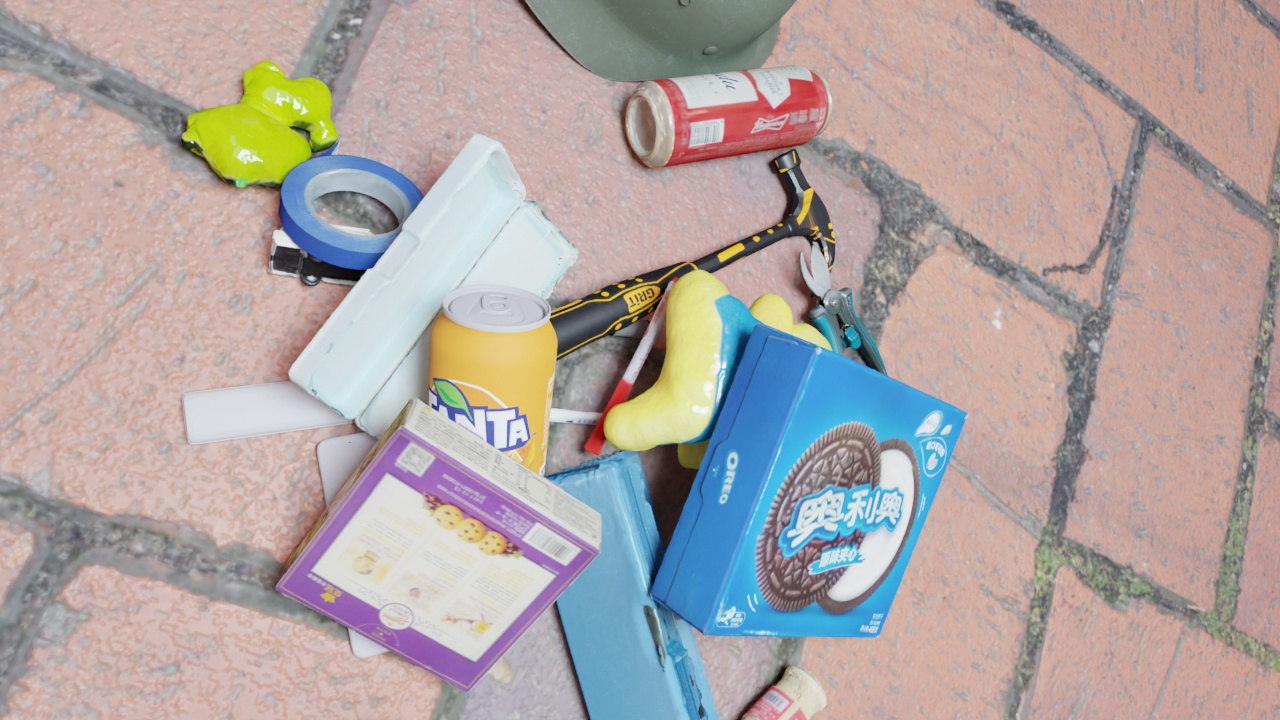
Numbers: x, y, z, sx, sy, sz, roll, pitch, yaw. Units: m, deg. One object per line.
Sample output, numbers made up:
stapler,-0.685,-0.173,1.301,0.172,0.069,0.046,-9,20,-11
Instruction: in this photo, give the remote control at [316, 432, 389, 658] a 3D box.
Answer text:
remote control,-0.182,0.122,0.615,0.045,0.008,0.146,-10,87,-25

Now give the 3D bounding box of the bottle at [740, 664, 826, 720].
bottle,0.096,0.283,0.701,0.108,0.044,0.044,-37,98,-25

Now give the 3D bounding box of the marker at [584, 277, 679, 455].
marker,-0.004,0.004,0.669,0.012,0.013,0.142,26,93,-19

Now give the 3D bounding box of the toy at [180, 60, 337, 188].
toy,-0.250,-0.154,0.610,0.094,0.036,0.093,12,73,-29

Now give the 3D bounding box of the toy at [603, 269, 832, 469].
toy,0.084,0.027,0.684,0.213,0.084,0.149,27,86,-45

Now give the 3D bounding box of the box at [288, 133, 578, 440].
box,-0.131,-0.037,0.612,0.197,0.049,0.136,-55,142,-12

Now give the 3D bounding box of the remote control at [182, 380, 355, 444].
remote control,-0.228,0.030,0.604,0.130,0.012,0.033,-7,86,-26

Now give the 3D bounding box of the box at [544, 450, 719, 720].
box,0.004,0.180,0.667,0.102,0.094,0.231,-16,88,-55

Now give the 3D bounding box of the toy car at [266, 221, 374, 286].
toy car,-0.192,-0.072,0.625,0.113,0.039,0.039,5,59,-25

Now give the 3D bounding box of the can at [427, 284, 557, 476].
can,-0.098,0.029,0.595,0.079,0.079,0.143,-4,118,-25

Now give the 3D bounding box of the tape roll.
tape roll,-0.189,-0.099,0.609,0.093,0.016,0.091,31,45,-1

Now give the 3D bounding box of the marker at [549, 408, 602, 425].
marker,-0.044,0.043,0.689,0.152,0.011,0.011,7,80,-24

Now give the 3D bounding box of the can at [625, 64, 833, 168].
can,0.073,-0.200,0.746,0.170,0.067,0.067,-14,89,-26

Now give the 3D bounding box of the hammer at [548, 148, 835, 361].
hammer,0.040,-0.065,0.717,0.319,0.036,0.123,-28,100,-32

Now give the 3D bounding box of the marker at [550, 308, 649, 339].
marker,-0.059,-0.030,0.689,0.140,0.016,0.016,6,80,-24

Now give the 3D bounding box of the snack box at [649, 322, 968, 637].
snack box,0.132,0.098,0.660,0.238,0.056,0.195,18,94,-46

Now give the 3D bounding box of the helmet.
helmet,0.042,-0.337,0.704,0.267,0.154,0.226,28,71,-31

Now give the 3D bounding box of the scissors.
scissors,0.174,-0.023,0.784,0.153,0.019,0.128,19,83,-29

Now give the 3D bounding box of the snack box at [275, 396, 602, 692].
snack box,-0.123,0.119,0.569,0.143,0.040,0.148,35,110,-17
